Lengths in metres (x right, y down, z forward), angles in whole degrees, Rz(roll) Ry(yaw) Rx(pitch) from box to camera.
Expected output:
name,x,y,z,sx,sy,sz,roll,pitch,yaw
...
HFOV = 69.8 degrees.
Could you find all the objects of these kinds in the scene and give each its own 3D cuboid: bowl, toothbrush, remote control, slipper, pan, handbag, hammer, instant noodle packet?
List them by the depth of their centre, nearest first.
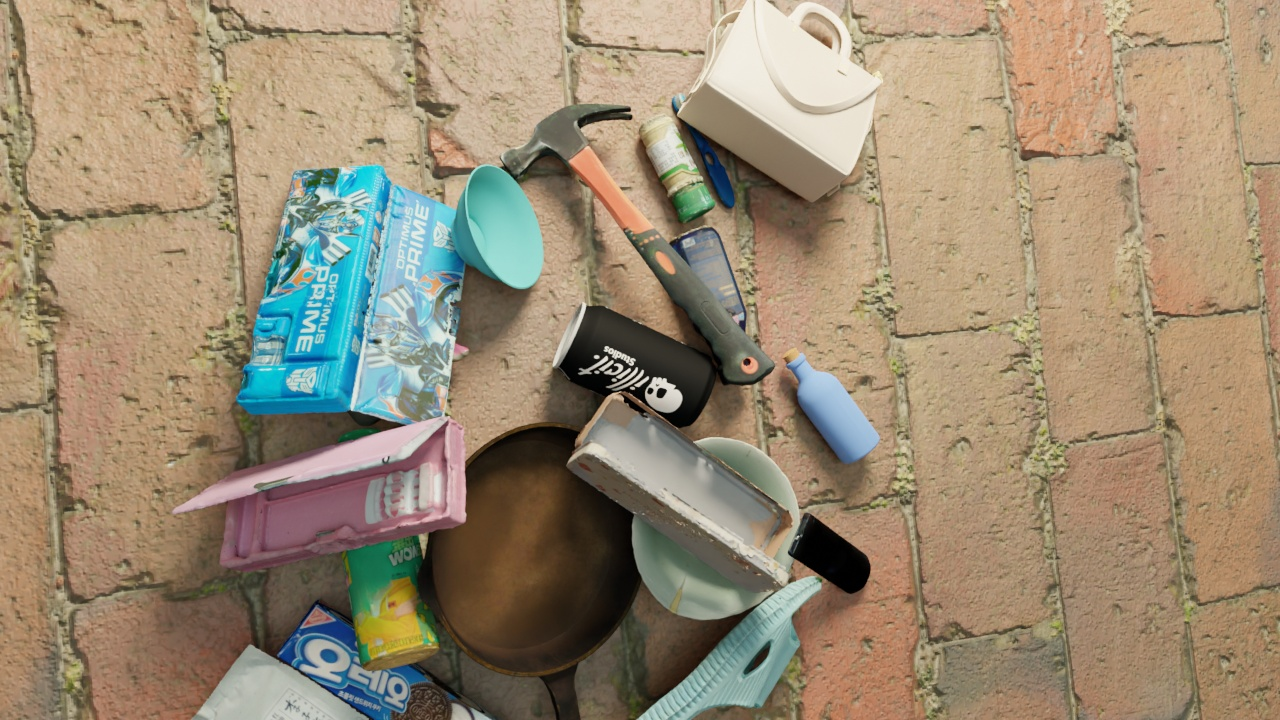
name,x,y,z,sx,sy,sz,roll,pitch,yaw
instant noodle packet,-0.270,0.374,0.810,0.269,0.057,0.147,37,102,-11
pan,-0.088,0.235,0.852,0.248,0.043,0.356,-10,95,-36
bowl,-0.146,-0.122,0.879,0.046,0.121,0.121,-15,89,26
slipper,0.083,0.310,0.880,0.276,0.116,0.069,-39,67,-9
hammer,0.012,-0.110,0.893,0.133,0.033,0.333,-37,83,-3
bowl,0.065,0.163,0.909,0.174,0.068,0.174,1,87,-14
remote control,0.193,0.197,0.923,0.140,0.021,0.045,37,73,-43
handbag,0.160,-0.298,0.959,0.194,0.101,0.197,30,69,-12
toothbrush,0.068,-0.220,0.965,0.021,0.016,0.132,-29,92,-23

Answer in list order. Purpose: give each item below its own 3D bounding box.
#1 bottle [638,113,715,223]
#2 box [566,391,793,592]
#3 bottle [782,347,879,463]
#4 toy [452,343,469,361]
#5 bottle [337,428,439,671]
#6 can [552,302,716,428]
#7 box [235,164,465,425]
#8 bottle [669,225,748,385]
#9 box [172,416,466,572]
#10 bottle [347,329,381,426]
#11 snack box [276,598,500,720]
name,x,y,z,sx,sy,sz,roll,pitch,yaw
bottle,0.036,-0.198,0.944,0.042,0.043,0.110,-27,91,-14
box,0.044,0.116,0.835,0.216,0.095,0.107,36,53,-8
bottle,0.193,0.043,0.958,0.048,0.048,0.131,-38,95,-13
toy,-0.217,-0.028,0.872,0.065,0.050,0.102,-25,81,-45
bottle,-0.231,0.163,0.816,0.068,0.068,0.209,-12,67,-14
can,-0.005,0.005,0.897,0.146,0.080,0.080,25,80,-10
box,-0.243,-0.063,0.812,0.174,0.064,0.243,8,61,-13
bottle,0.077,-0.055,0.934,0.056,0.056,0.161,-20,91,-14
box,-0.268,0.103,0.758,0.233,0.098,0.099,-13,64,18
bottle,-0.266,0.004,0.846,0.060,0.060,0.108,-39,93,-13
snack box,-0.218,0.304,0.836,0.226,0.059,0.059,37,75,-7
